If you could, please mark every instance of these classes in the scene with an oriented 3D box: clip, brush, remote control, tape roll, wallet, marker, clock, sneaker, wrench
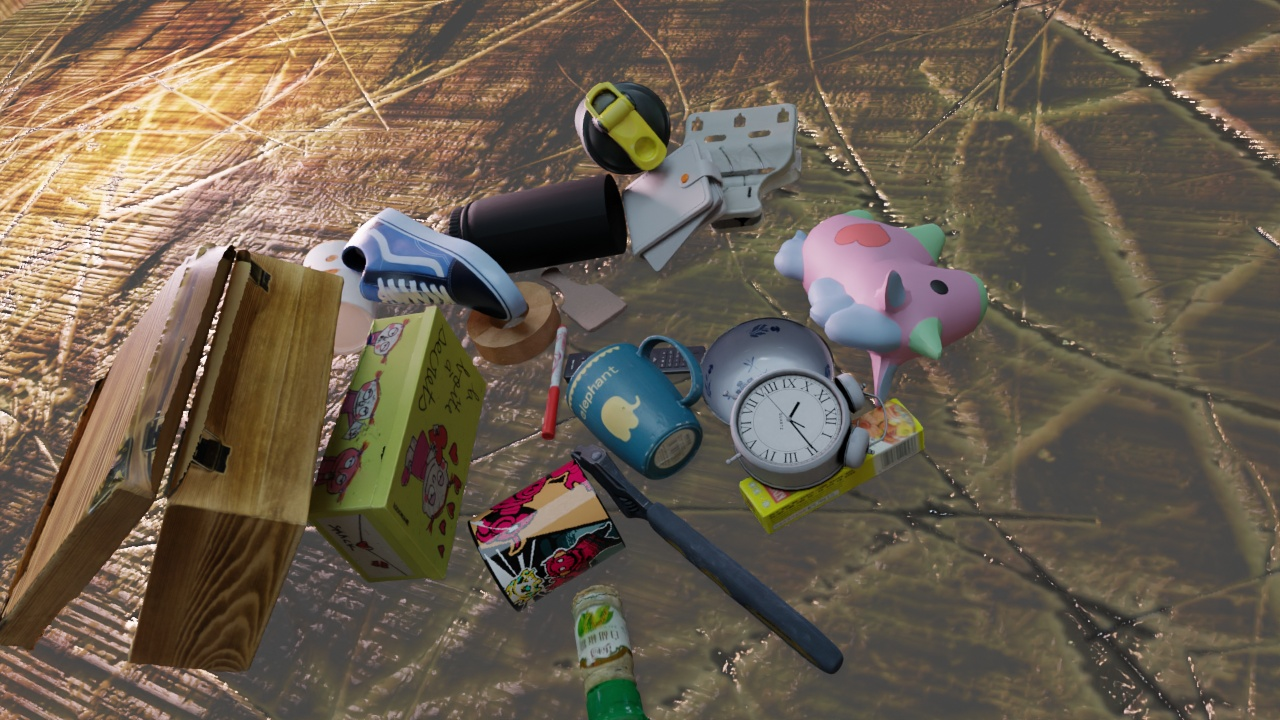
[{"bbox_3d":[0.112,-0.200,1.002,0.126,0.101,0.152,-3,77,19],"label":"clip"},{"bbox_3d":[-0.066,-0.066,0.964,0.049,0.015,0.136,-36,41,-15],"label":"brush"},{"bbox_3d":[-0.005,0.005,0.872,0.136,0.015,0.032,-3,48,14],"label":"remote control"},{"bbox_3d":[-0.131,-0.039,0.951,0.094,0.027,0.093,-11,46,11],"label":"tape roll"},{"bbox_3d":[0.035,-0.154,0.955,0.119,0.037,0.115,-31,56,32],"label":"wallet"},{"bbox_3d":[-0.083,0.018,0.891,0.013,0.013,0.142,-9,46,13],"label":"marker"},{"bbox_3d":[0.128,0.050,0.713,0.123,0.035,0.094,-7,58,13],"label":"clock"},{"bbox_3d":[-0.220,-0.076,0.936,0.241,0.083,0.098,27,63,34],"label":"sneaker"},{"bbox_3d":[0.041,0.142,0.699,0.022,0.073,0.273,-43,55,-18],"label":"wrench"}]

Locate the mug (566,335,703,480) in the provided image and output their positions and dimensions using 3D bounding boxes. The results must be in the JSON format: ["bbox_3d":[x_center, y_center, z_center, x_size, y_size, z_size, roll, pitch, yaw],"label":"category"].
[{"bbox_3d":[0.007,0.035,0.782,0.104,0.084,0.112,46,108,36],"label":"mug"}]

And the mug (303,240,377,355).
[{"bbox_3d":[-0.333,-0.070,1.016,0.082,0.082,0.105,-19,46,3],"label":"mug"}]

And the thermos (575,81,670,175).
[{"bbox_3d":[-0.029,-0.264,1.026,0.098,0.098,0.220,-23,20,-2],"label":"thermos"}]

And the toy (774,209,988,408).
[{"bbox_3d":[0.191,-0.064,0.790,0.170,0.120,0.222,-29,38,-35],"label":"toy"}]

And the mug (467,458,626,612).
[{"bbox_3d":[-0.079,0.134,0.746,0.098,0.082,0.118,-30,18,-8],"label":"mug"}]

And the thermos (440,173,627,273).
[{"bbox_3d":[-0.122,-0.142,1.001,0.199,0.086,0.086,-8,47,13],"label":"thermos"}]

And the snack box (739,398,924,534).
[{"bbox_3d":[0.153,0.084,0.732,0.148,0.029,0.040,-28,45,-6],"label":"snack box"}]

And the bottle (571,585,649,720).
[{"bbox_3d":[-0.024,0.219,0.665,0.043,0.043,0.111,-18,45,3],"label":"bottle"}]

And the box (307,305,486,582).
[{"bbox_3d":[-0.207,0.071,0.814,0.079,0.124,0.220,-6,45,15],"label":"box"}]

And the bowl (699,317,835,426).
[{"bbox_3d":[0.110,0.022,0.787,0.114,0.045,0.114,-7,58,12],"label":"bowl"}]

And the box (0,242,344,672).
[{"bbox_3d":[-0.370,0.067,0.753,0.192,0.252,0.278,17,39,-24],"label":"box"}]
